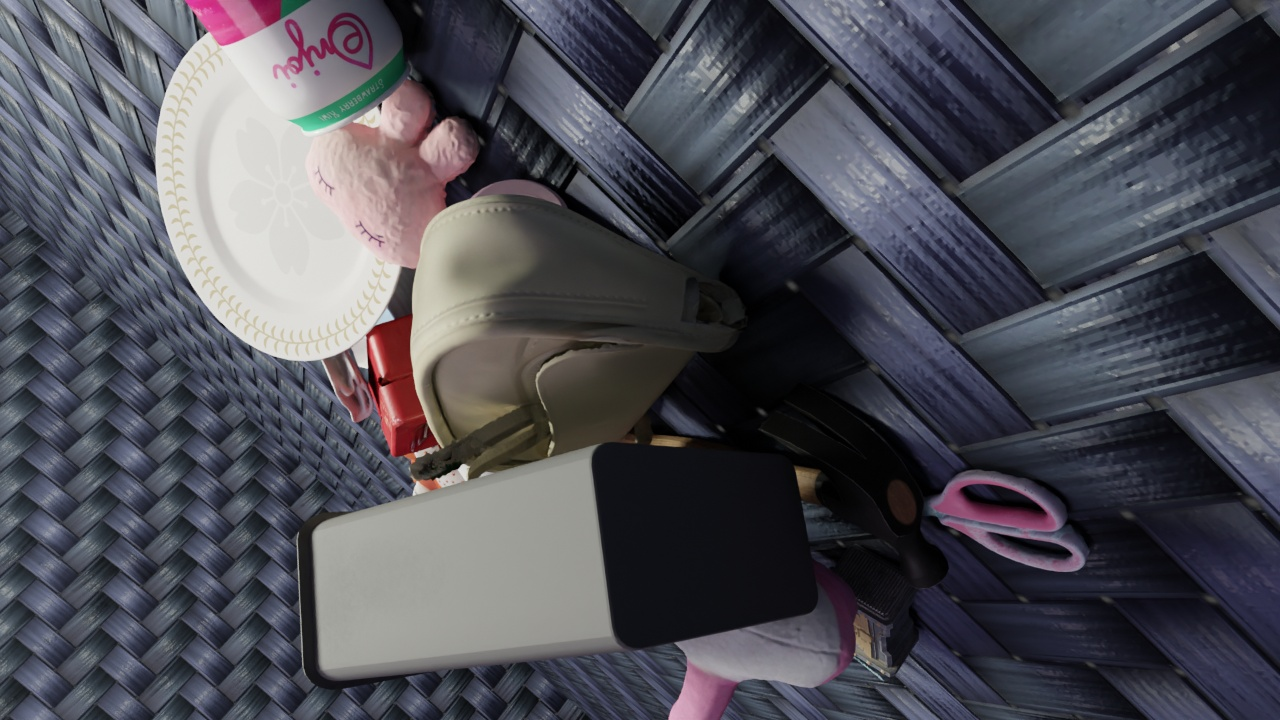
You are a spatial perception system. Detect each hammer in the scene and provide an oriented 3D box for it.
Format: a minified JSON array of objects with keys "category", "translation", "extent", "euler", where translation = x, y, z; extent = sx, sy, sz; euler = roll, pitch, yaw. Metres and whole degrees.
[{"category":"hammer","translation":[0.070,0.132,0.742],"extent":[0.322,0.044,0.098],"euler":[27,153,34]},{"category":"hammer","translation":[0.062,0.072,0.644],"extent":[0.306,0.040,0.132],"euler":[4,135,57]}]

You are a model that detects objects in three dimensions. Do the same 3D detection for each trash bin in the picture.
[{"category":"trash bin","translation":[-0.046,0.115,0.513],"extent":[0.220,0.097,0.191],"euler":[-19,162,35]}]

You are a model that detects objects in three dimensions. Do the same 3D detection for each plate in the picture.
[{"category":"plate","translation":[-0.261,-0.119,0.664],"extent":[0.243,0.016,0.243],"euler":[8,108,25]}]

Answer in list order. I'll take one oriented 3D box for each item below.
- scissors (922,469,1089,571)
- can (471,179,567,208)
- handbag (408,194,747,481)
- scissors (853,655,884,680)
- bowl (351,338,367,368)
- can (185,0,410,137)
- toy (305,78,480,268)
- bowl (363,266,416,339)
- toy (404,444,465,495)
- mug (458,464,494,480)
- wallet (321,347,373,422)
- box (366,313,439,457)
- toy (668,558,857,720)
[{"category":"scissors","translation":[0.176,0.090,0.540],"extent":[0.076,0.017,0.174],"euler":[51,154,-19]},{"category":"can","translation":[-0.076,-0.066,0.577],"extent":[0.067,0.067,0.076],"euler":[35,156,14]},{"category":"handbag","translation":[-0.048,0.023,0.545],"extent":[0.184,0.131,0.230],"euler":[6,156,-17]},{"category":"scissors","translation":[0.144,0.217,0.769],"extent":[0.136,0.015,0.126],"euler":[37,-173,-42]},{"category":"bowl","translation":[-0.271,-0.037,0.908],"extent":[0.105,0.054,0.105],"euler":[13,152,7]},{"category":"can","translation":[-0.200,-0.209,0.486],"extent":[0.088,0.088,0.166],"euler":[14,145,45]},{"category":"toy","translation":[-0.151,-0.119,0.572],"extent":[0.108,0.105,0.053],"euler":[42,-167,6]},{"category":"bowl","translation":[-0.226,-0.086,0.753],"extent":[0.150,0.074,0.151],"euler":[32,154,17]},{"category":"toy","translation":[-0.236,0.147,1.147],"extent":[0.164,0.092,0.173],"euler":[48,156,-20]},{"category":"mug","translation":[-0.151,0.071,0.891],"extent":[0.121,0.090,0.090],"euler":[23,151,32]},{"category":"wallet","translation":[-0.244,-0.015,0.733],"extent":[0.116,0.032,0.086],"euler":[61,164,14]},{"category":"box","translation":[-0.148,0.020,0.728],"extent":[0.086,0.129,0.159],"euler":[66,160,11]},{"category":"toy","translation":[0.061,0.160,0.641],"extent":[0.127,0.186,0.266],"euler":[8,180,-37]}]
